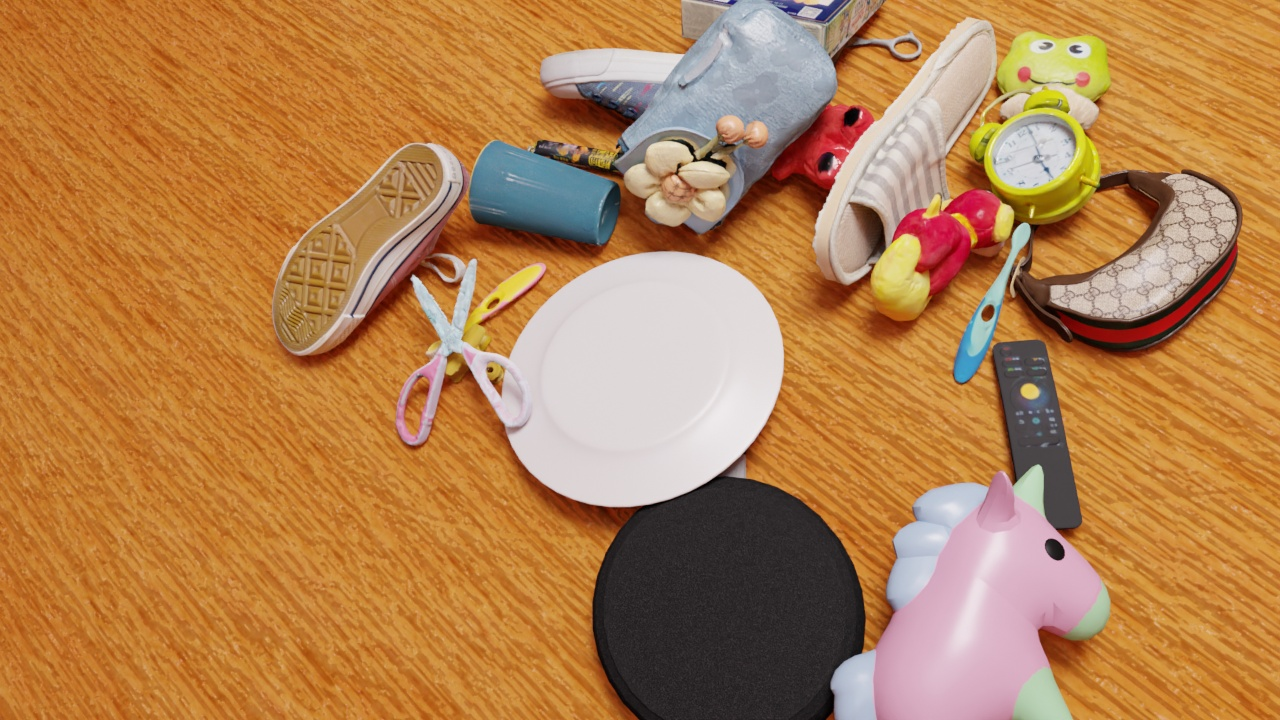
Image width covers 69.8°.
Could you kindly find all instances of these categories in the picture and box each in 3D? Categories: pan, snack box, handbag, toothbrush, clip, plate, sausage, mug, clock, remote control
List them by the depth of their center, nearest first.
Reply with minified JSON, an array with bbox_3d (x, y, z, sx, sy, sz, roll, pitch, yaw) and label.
[{"bbox_3d":[0.299,0.054,0.696,0.041,0.020,0.151,-5,66,10],"label":"remote control"},{"bbox_3d":[0.067,0.114,0.707,0.204,0.044,0.355,-1,69,12],"label":"pan"},{"bbox_3d":[0.375,-0.083,0.722,0.166,0.063,0.138,-43,49,-2],"label":"handbag"},{"bbox_3d":[0.279,-0.045,0.728,0.022,0.017,0.135,23,94,13],"label":"toothbrush"},{"bbox_3d":[0.316,-0.167,0.740,0.083,0.057,0.119,-30,59,25],"label":"clock"},{"bbox_3d":[0.069,-0.192,0.752,0.122,0.118,0.192,39,116,-14],"label":"handbag"},{"bbox_3d":[-0.005,0.004,0.755,0.243,0.016,0.242,-9,57,14],"label":"plate"},{"bbox_3d":[-0.144,0.001,0.811,0.054,0.048,0.045,-54,24,-13],"label":"clip"},{"bbox_3d":[-0.139,-0.045,0.828,0.135,0.016,0.021,-41,62,-6],"label":"toothbrush"},{"bbox_3d":[-0.084,-0.147,0.830,0.121,0.078,0.078,17,72,12],"label":"mug"},{"bbox_3d":[0.134,-0.331,0.838,0.144,0.043,0.144,22,52,27],"label":"snack box"},{"bbox_3d":[-0.037,-0.188,0.864,0.155,0.020,0.020,15,72,17],"label":"sausage"}]

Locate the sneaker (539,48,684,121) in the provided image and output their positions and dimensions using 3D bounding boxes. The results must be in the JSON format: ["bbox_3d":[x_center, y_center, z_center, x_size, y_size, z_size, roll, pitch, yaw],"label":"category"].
[{"bbox_3d":[0.019,-0.241,0.853,0.236,0.087,0.079,8,99,14],"label":"sneaker"}]

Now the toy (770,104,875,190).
[{"bbox_3d":[0.167,-0.186,0.810,0.088,0.094,0.133,-57,39,19],"label":"toy"}]

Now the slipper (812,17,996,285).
[{"bbox_3d":[0.230,-0.173,0.753,0.054,0.114,0.272,25,67,33],"label":"slipper"}]

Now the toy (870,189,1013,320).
[{"bbox_3d":[0.234,-0.091,0.725,0.137,0.106,0.067,-36,53,-13],"label":"toy"}]

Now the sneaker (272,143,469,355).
[{"bbox_3d":[-0.237,-0.097,0.834,0.241,0.087,0.118,-42,77,16],"label":"sneaker"}]

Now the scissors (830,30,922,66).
[{"bbox_3d":[0.196,-0.314,0.871,0.142,0.014,0.174,9,69,11],"label":"scissors"}]

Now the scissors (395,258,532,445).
[{"bbox_3d":[-0.148,0.001,0.777,0.169,0.014,0.170,20,94,24],"label":"scissors"}]

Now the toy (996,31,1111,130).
[{"bbox_3d":[0.351,-0.229,0.787,0.092,0.043,0.117,13,74,20],"label":"toy"}]

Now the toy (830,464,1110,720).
[{"bbox_3d":[0.210,0.181,0.619,0.222,0.120,0.171,-29,75,-2],"label":"toy"}]
